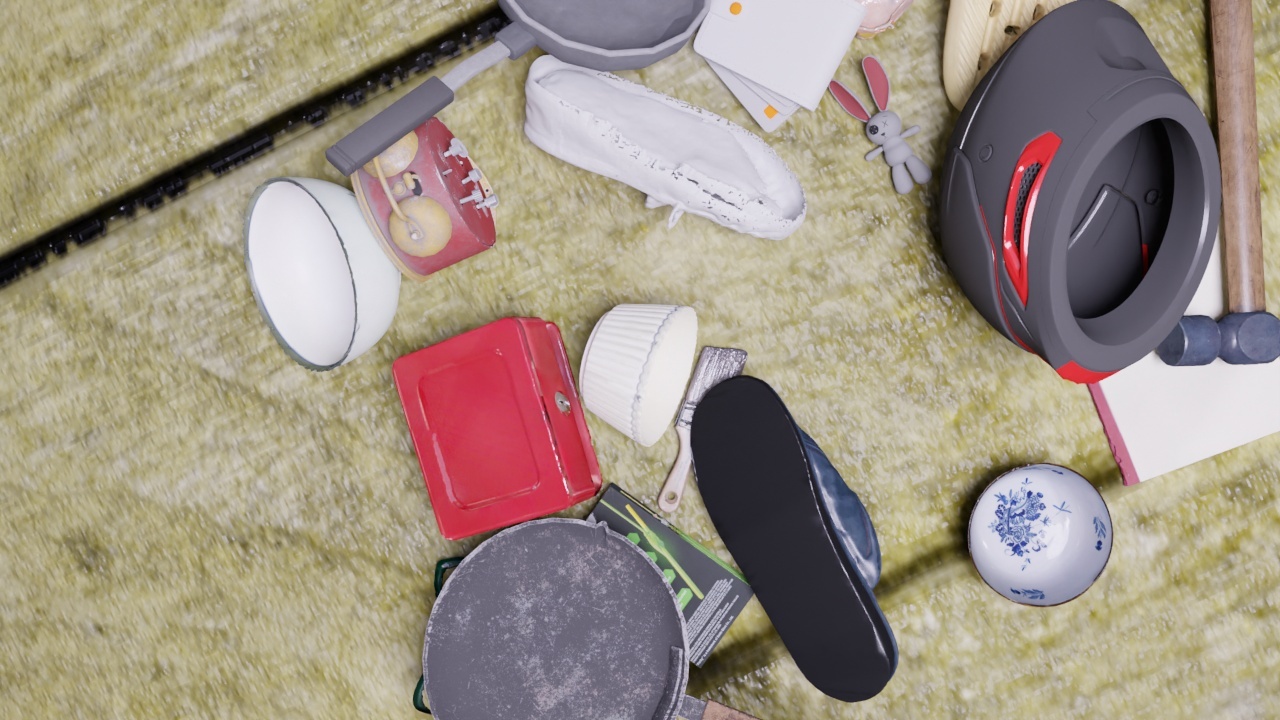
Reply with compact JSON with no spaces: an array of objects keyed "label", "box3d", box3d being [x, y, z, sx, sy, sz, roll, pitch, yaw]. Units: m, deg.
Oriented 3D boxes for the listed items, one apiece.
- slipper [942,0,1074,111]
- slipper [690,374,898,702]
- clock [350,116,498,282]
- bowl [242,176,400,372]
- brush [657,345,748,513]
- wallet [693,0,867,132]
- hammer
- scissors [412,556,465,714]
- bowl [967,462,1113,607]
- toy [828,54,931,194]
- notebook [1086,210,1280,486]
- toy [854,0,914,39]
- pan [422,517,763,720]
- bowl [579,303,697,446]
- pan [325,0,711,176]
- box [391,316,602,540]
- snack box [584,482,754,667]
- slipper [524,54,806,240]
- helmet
[{"label":"slipper","box3d":[0.296,-0.326,0.723,0.111,0.079,0.262,6,110,0]},{"label":"slipper","box3d":[0.133,0.134,0.743,0.109,0.083,0.265,-32,81,39]},{"label":"clock","box3d":[-0.162,-0.130,0.705,0.081,0.158,0.117,-22,90,8]},{"label":"bowl","box3d":[-0.246,-0.074,0.736,0.154,0.072,0.153,17,117,36]},{"label":"brush","box3d":[0.048,0.058,0.772,0.039,0.012,0.151,20,93,2]},{"label":"wallet","box3d":[0.101,-0.252,0.739,0.118,0.037,0.115,31,107,13]},{"label":"hammer","box3d":[0.476,-0.157,0.728,0.129,0.040,0.321,-2,89,-2]},{"label":"scissors","box3d":[-0.091,0.242,0.731,0.210,0.015,0.141,12,65,18]},{"label":"bowl","box3d":[0.315,0.138,0.744,0.114,0.045,0.114,0,91,2]},{"label":"toy","box3d":[0.199,-0.190,0.750,0.049,0.030,0.111,-29,92,31]},{"label":"notebook","box3d":[0.432,-0.020,0.753,0.153,0.012,0.208,-21,90,4]},{"label":"toy","box3d":[0.119,-0.379,0.742,0.196,0.065,0.264,-17,98,14]},{"label":"pan","box3d":[0.008,0.249,0.689,0.357,0.040,0.207,19,78,10]},{"label":"bowl","box3d":[-0.004,0.004,0.730,0.062,0.115,0.115,18,92,17]},{"label":"pan","box3d":[-0.090,-0.242,0.689,0.178,0.041,0.356,42,65,7]},{"label":"box","box3d":[-0.114,0.054,0.733,0.134,0.112,0.157,-18,90,8]},{"label":"snack box","box3d":[0.013,0.179,0.770,0.147,0.025,0.080,35,93,2]},{"label":"slipper","box3d":[0.018,-0.162,0.740,0.247,0.075,0.112,24,61,0]},{"label":"helmet","box3d":[0.307,-0.128,0.676,0.164,0.170,0.265,8,101,-21]}]
